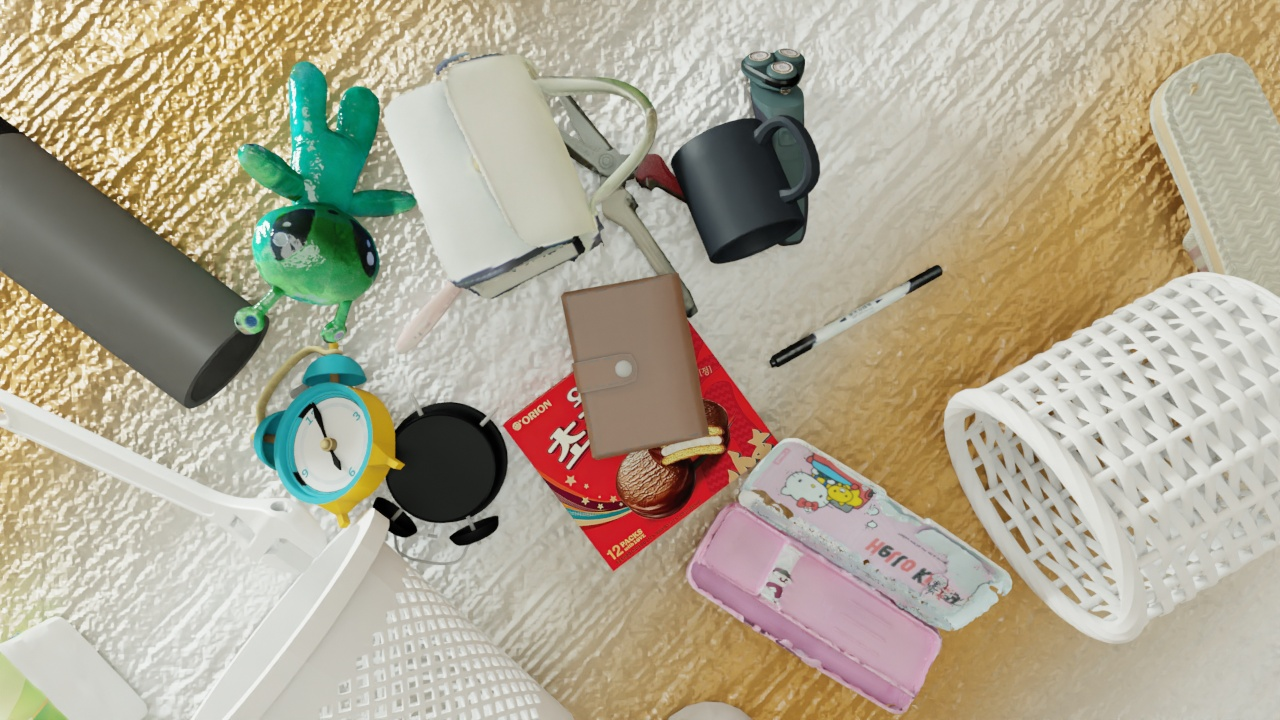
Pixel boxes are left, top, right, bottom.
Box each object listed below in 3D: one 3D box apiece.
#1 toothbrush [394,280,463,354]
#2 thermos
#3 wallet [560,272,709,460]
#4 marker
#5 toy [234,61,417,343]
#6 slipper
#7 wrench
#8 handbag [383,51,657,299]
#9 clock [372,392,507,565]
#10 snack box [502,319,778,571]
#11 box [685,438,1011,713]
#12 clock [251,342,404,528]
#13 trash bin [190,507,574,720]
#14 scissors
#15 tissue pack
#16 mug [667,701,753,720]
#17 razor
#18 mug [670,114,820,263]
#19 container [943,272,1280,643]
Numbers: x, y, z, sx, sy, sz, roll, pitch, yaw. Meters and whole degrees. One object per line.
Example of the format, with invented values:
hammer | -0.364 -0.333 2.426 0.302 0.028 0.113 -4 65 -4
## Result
toothbrush | -0.121 -0.074 0.678 0.015 0.018 0.181 41 89 -1
thermos | -0.380 -0.072 0.627 0.240 0.082 0.082 38 89 -4
wallet | -0.004 0.004 0.651 0.087 0.013 0.121 -11 92 -4
marker | 0.164 -0.034 0.701 0.152 0.011 0.011 -29 93 -3
toy | -0.224 -0.107 0.639 0.130 0.073 0.193 14 74 -43
slipper | 0.467 -0.106 0.700 0.115 0.052 0.263 -32 97 -5
wrench | -0.347 0.081 0.646 0.273 0.018 0.066 24 130 3
handbag | -0.073 -0.142 0.632 0.176 0.074 0.151 -23 84 4
clock | -0.144 0.088 0.667 0.091 0.042 0.120 11 91 -4
snack box | 0.000 0.054 0.679 0.152 0.036 0.132 -37 93 -2
box | 0.149 0.157 0.682 0.201 0.066 0.154 33 99 -4
clock | -0.223 0.050 0.647 0.099 0.043 0.129 -47 66 7
trash bin | -0.161 0.237 0.609 0.199 0.195 0.195 41 88 -13
scissors | 0.006 -0.119 0.686 0.185 0.015 0.179 -4 92 -3
tissue pack | -0.457 0.282 0.601 0.120 0.141 0.197 42 88 -4
mug | 0.042 0.302 0.661 0.121 0.090 0.091 23 90 -4
razor | 0.104 -0.157 0.680 0.047 0.052 0.143 -8 101 -6
mug | 0.078 -0.124 0.635 0.071 0.105 0.077 -13 78 -43
container | 0.343 0.063 0.627 0.186 0.189 0.189 -28 93 -4
